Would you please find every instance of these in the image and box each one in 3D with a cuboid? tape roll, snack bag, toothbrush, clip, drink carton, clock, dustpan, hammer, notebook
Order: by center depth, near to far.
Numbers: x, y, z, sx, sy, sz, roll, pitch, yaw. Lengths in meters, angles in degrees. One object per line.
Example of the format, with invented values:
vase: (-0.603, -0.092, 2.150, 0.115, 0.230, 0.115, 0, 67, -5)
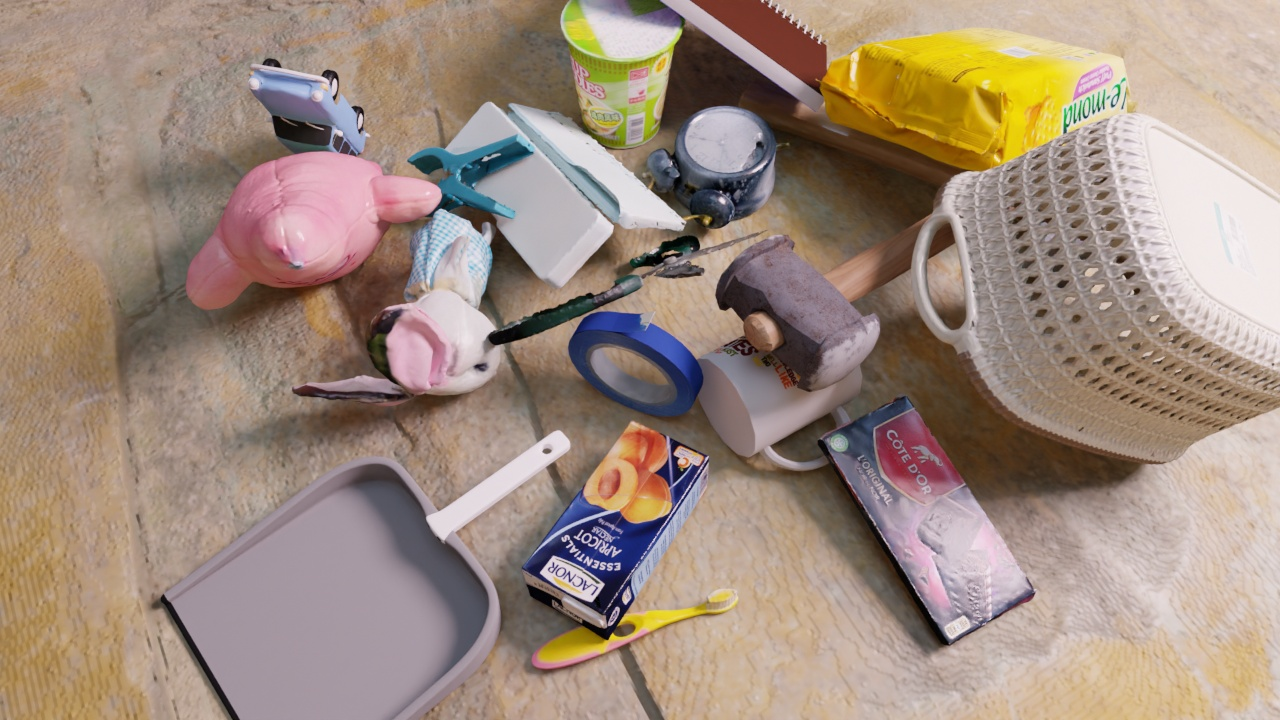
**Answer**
toothbrush: (-0.002, 0.165, 0.569, 0.135, 0.016, 0.021, -14, 53, -11)
dustpan: (-0.149, 0.127, 0.578, 0.257, 0.033, 0.163, -35, 65, -21)
drink carton: (-0.014, 0.106, 0.584, 0.064, 0.040, 0.129, 24, 56, 22)
snack bag: (0.185, 0.101, 0.599, 0.074, 0.018, 0.155, -24, 71, -18)
tape roll: (-0.004, 0.004, 0.628, 0.091, 0.093, 0.016, -2, 48, 41)
hammer: (0.197, -0.084, 0.640, 0.327, 0.052, 0.098, -29, 63, -28)
clip: (-0.138, -0.156, 0.723, 0.127, 0.028, 0.113, -6, 65, 32)
snack bag: (0.274, -0.215, 0.731, 0.246, 0.068, 0.160, -21, 42, -37)
clock: (0.059, -0.156, 0.756, 0.090, 0.052, 0.129, 40, 69, 21)
hammer: (0.234, -0.168, 0.773, 0.323, 0.051, 0.117, 26, 58, 17)
notebook: (0.072, -0.305, 0.785, 0.209, 0.022, 0.171, 32, 33, -10)

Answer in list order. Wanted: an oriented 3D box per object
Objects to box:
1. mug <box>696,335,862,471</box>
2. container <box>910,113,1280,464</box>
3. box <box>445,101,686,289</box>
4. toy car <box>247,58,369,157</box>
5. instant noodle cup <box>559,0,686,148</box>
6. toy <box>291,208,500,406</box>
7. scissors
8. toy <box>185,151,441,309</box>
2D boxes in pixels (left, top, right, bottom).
mug: (0.101, 0.026, 0.634, 0.089, 0.074, 0.105, -26, 88, -17)
container: (0.309, -0.043, 0.576, 0.246, 0.143, 0.184, 13, 62, -29)
box: (-0.067, -0.139, 0.730, 0.125, 0.075, 0.197, -12, 44, -32)
toy car: (-0.256, -0.189, 0.717, 0.056, 0.153, 0.054, 10, 87, -4)
instant noodle cup: (-0.016, -0.242, 0.773, 0.099, 0.108, 0.098, 1, 57, -2)
toy: (-0.144, -0.029, 0.661, 0.105, 0.131, 0.204, 46, 34, -22)
scissors: (-0.016, -0.053, 0.636, 0.204, 0.202, 0.015, -24, 101, -8)
toy: (-0.236, -0.096, 0.652, 0.192, 0.097, 0.236, -24, 22, -7)
